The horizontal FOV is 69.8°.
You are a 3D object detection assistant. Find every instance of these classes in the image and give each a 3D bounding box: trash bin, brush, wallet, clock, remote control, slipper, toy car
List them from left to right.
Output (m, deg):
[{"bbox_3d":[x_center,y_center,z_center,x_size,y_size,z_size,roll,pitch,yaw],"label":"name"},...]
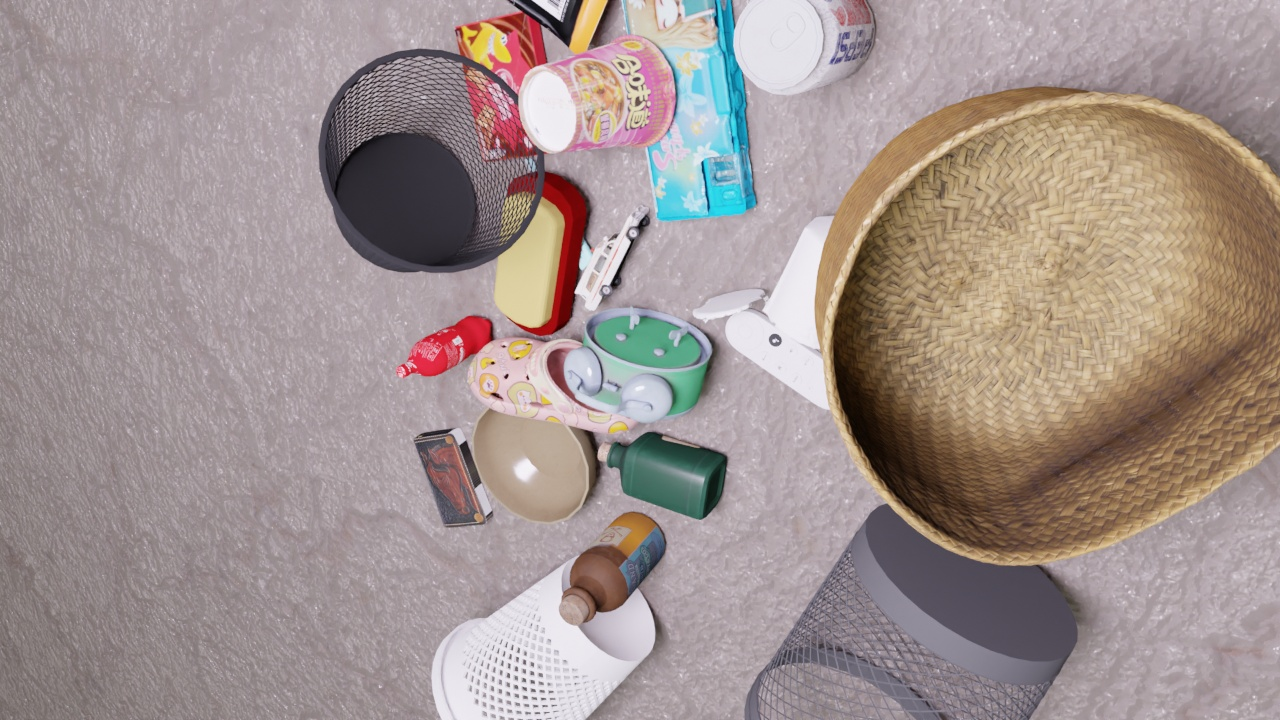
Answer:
[{"bbox_3d":[-0.206,-0.163,0.854,0.184,0.183,0.210,66,161,-9],"label":"trash bin"},{"bbox_3d":[-0.230,0.145,1.124,0.072,0.019,0.123,-10,105,27],"label":"wallet"},{"bbox_3d":[-0.108,-0.103,0.930,0.082,0.041,0.174,28,127,22],"label":"brush"},{"bbox_3d":[-0.098,0.333,1.043,0.195,0.195,0.200,47,114,4],"label":"trash bin"},{"bbox_3d":[-0.085,0.011,0.943,0.197,0.093,0.082,14,143,14],"label":"slipper"},{"bbox_3d":[-0.029,-0.103,0.902,0.039,0.039,0.113,29,122,2],"label":"toy car"},{"bbox_3d":[-0.005,0.005,0.861,0.122,0.161,0.075,22,120,18],"label":"clock"},{"bbox_3d":[0.140,-0.002,0.869,0.136,0.013,0.043,35,122,12],"label":"remote control"},{"bbox_3d":[0.237,0.273,0.815,0.218,0.217,0.228,29,117,15],"label":"trash bin"}]

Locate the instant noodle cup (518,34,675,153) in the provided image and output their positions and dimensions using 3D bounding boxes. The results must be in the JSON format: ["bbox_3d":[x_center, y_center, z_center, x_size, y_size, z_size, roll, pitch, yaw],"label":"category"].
[{"bbox_3d":[-0.041,-0.221,0.782,0.098,0.108,0.098,23,125,37],"label":"instant noodle cup"}]

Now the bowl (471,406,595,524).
[{"bbox_3d":[-0.112,0.103,1.025,0.152,0.050,0.152,11,114,24],"label":"bowl"}]

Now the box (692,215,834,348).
[{"bbox_3d":[0.129,-0.070,0.811,0.142,0.083,0.140,26,121,10],"label":"box"}]

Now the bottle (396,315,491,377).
[{"bbox_3d":[-0.208,-0.012,0.975,0.042,0.141,0.042,11,114,24],"label":"bottle"}]

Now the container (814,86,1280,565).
[{"bbox_3d":[0.269,-0.040,0.643,0.307,0.196,0.307,2,114,5],"label":"container"}]

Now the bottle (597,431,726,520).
[{"bbox_3d":[0.017,0.113,0.952,0.131,0.061,0.061,16,114,22],"label":"bottle"}]

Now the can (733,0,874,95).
[{"bbox_3d":[0.127,-0.248,0.703,0.078,0.135,0.078,11,114,24],"label":"can"}]

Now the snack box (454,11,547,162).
[{"bbox_3d":[-0.129,-0.267,0.902,0.089,0.021,0.133,-1,109,29],"label":"snack box"}]

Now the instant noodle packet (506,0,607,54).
[{"bbox_3d":[-0.098,-0.398,0.814,0.221,0.032,0.160,40,121,18],"label":"instant noodle packet"}]

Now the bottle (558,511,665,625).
[{"bbox_3d":[-0.035,0.225,0.969,0.068,0.156,0.068,11,114,24],"label":"bottle"}]

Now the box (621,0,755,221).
[{"bbox_3d":[0.041,-0.239,0.809,0.094,0.041,0.227,0,110,29],"label":"box"}]

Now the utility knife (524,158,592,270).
[{"bbox_3d":[-0.082,-0.151,0.929,0.022,0.015,0.126,-28,92,40],"label":"utility knife"}]
